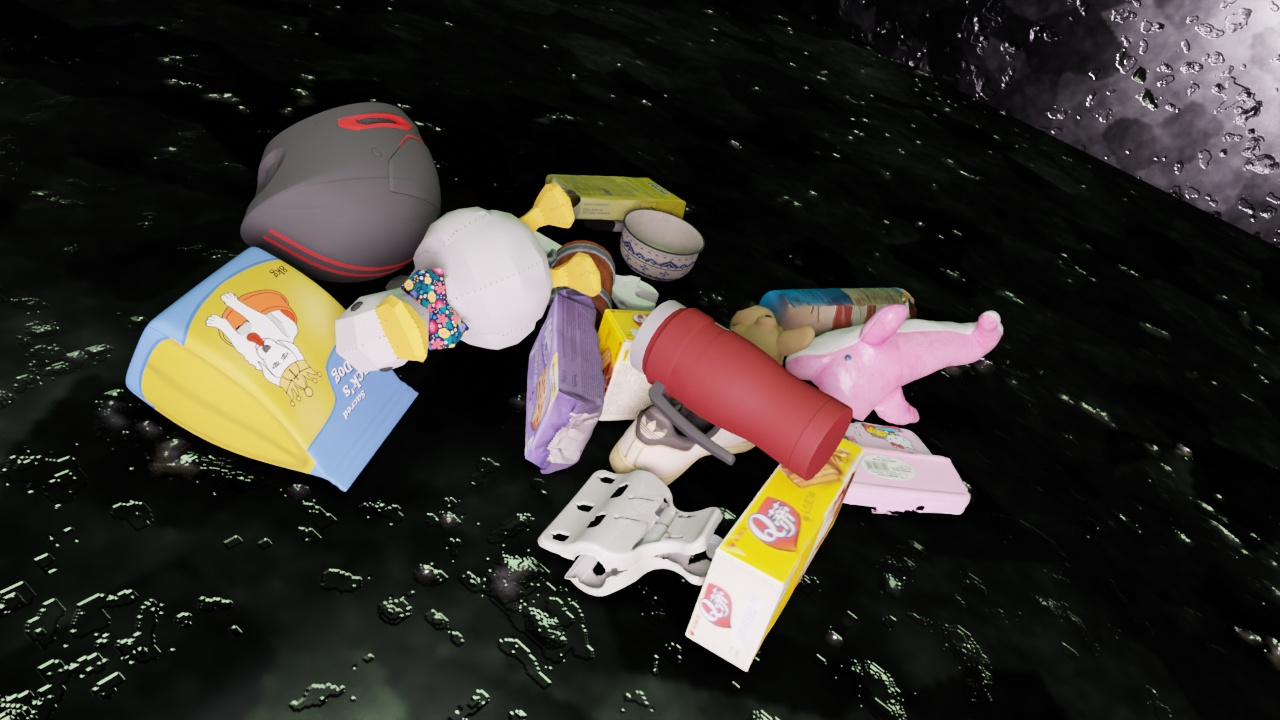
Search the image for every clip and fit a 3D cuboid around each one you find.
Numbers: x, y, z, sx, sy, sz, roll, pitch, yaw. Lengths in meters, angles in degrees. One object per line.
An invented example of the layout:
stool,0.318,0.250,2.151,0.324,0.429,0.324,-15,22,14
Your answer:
clip,0.001,0.159,0.812,0.151,0.092,0.125,16,33,17

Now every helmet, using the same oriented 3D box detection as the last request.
helmet,-0.317,-0.173,1.013,0.263,0.165,0.170,-24,82,-53

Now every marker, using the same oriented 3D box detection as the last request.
marker,-0.017,-0.193,1.326,0.138,0.016,0.022,0,-1,-27

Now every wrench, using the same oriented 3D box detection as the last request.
wrench,-0.094,-0.134,1.208,0.273,0.018,0.066,30,35,16

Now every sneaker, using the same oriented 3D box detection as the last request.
sneaker,0.070,0.050,0.959,0.089,0.103,0.240,40,39,26

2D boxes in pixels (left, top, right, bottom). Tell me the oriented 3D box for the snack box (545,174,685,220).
snack box,-0.040,-0.233,1.336,0.180,0.045,0.121,-4,28,-30

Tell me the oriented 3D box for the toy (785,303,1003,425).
toy,0.312,0.012,1.116,0.265,0.187,0.127,-10,72,-4

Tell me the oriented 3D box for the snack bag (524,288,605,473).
snack bag,-0.076,0.015,0.941,0.058,0.097,0.205,17,34,-16

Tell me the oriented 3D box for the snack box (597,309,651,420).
snack box,-0.006,0.006,0.979,0.083,0.106,0.061,1,37,-28

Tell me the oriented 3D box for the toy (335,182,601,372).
toy,-0.174,-0.067,0.880,0.267,0.141,0.247,-29,16,-25

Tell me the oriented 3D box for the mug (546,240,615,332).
mug,-0.085,-0.087,1.083,0.117,0.082,0.111,28,34,-23

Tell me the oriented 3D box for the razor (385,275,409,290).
razor,-0.210,-0.066,1.024,0.156,0.060,0.057,7,43,16

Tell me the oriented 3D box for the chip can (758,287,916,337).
chip can,0.269,-0.060,1.246,0.229,0.080,0.079,-4,41,-31

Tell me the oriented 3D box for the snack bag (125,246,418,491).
snack bag,-0.317,0.014,0.826,0.205,0.102,0.158,35,33,-9

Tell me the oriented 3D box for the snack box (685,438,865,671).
snack box,0.127,0.160,0.829,0.062,0.110,0.229,26,34,18

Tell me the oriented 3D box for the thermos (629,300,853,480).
thermos,0.081,0.033,0.837,0.199,0.084,0.108,33,72,24

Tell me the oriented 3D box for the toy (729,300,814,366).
toy,0.141,-0.015,1.078,0.108,0.134,0.105,38,36,-68

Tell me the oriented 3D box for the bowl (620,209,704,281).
bowl,0.024,-0.152,1.255,0.115,0.059,0.115,14,35,-10

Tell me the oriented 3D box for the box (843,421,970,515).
box,0.257,0.108,1.032,0.201,0.045,0.154,8,35,-19
